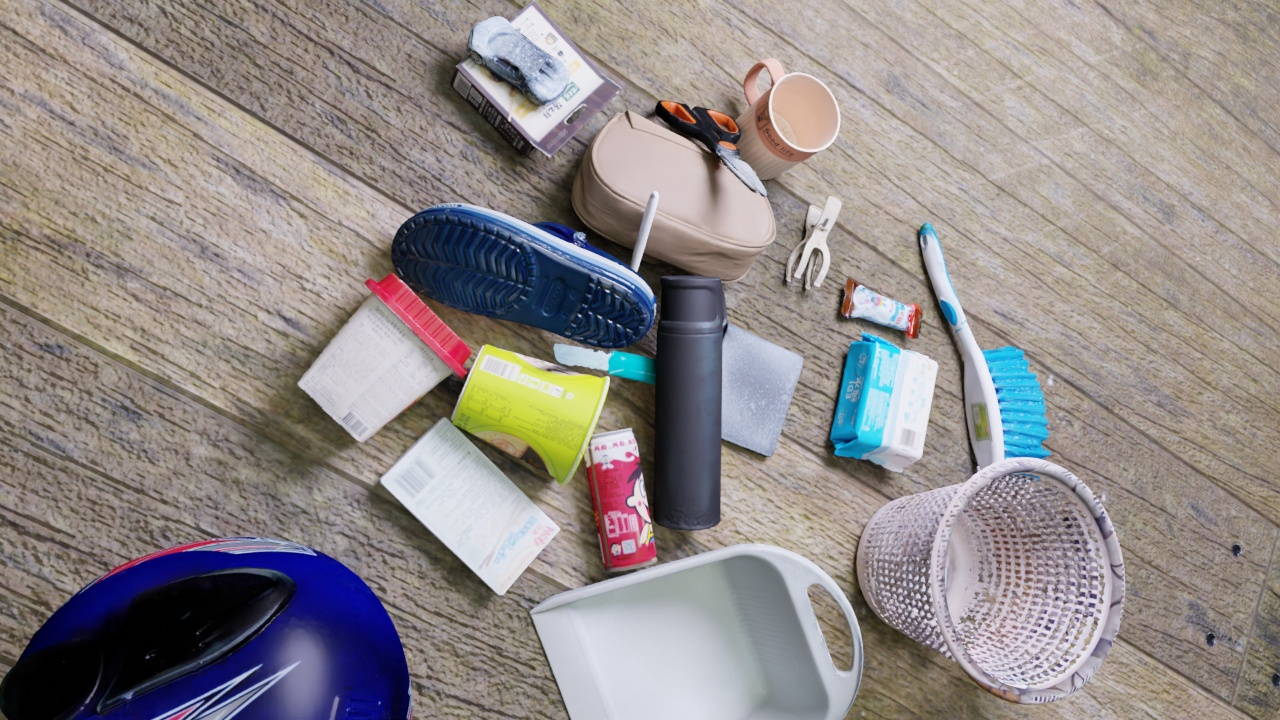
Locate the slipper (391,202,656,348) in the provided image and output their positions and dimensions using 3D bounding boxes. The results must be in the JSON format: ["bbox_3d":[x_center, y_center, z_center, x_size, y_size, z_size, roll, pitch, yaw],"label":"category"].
[{"bbox_3d":[-0.103,-0.092,0.866,0.253,0.105,0.095,18,35,-4],"label":"slipper"}]

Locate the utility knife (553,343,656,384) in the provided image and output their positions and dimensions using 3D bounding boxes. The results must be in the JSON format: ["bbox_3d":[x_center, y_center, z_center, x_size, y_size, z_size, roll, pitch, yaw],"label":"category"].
[{"bbox_3d":[-0.005,0.005,0.894,0.219,0.013,0.029,12,89,-48],"label":"utility knife"}]

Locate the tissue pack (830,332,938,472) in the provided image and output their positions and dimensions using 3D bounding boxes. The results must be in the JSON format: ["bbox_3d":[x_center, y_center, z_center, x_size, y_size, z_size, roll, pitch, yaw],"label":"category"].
[{"bbox_3d":[0.265,0.046,1.008,0.090,0.063,0.140,17,79,-19],"label":"tissue pack"}]

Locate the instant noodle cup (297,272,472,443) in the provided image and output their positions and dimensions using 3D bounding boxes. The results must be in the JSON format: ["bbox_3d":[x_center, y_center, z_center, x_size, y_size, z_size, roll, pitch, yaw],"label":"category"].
[{"bbox_3d":[-0.228,0.001,0.816,0.124,0.116,0.116,-45,99,-8],"label":"instant noodle cup"}]

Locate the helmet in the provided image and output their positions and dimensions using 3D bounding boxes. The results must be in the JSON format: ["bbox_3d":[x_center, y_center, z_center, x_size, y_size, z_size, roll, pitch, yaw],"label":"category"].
[{"bbox_3d":[-0.333,0.258,0.669,0.314,0.248,0.240,-13,48,-26],"label":"helmet"}]

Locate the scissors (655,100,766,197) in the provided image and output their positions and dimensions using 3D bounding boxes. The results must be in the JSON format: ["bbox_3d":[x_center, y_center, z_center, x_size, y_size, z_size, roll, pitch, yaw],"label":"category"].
[{"bbox_3d":[0.066,-0.211,0.908,0.139,0.234,0.022,17,119,-3],"label":"scissors"}]

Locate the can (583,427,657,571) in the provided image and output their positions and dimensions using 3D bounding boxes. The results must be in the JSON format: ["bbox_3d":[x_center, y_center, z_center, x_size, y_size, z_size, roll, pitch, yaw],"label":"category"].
[{"bbox_3d":[-0.021,0.135,0.899,0.053,0.053,0.132,-9,86,-21],"label":"can"}]

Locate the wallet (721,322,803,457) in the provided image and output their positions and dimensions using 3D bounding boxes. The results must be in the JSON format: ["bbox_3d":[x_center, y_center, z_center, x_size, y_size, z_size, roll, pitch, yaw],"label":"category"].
[{"bbox_3d":[0.115,0.033,0.981,0.097,0.019,0.120,23,78,-14],"label":"wallet"}]

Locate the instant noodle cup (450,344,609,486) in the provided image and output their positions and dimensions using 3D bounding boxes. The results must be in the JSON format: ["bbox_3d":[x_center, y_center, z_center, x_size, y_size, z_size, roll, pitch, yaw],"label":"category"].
[{"bbox_3d":[-0.107,0.044,0.858,0.123,0.112,0.111,23,76,-7],"label":"instant noodle cup"}]

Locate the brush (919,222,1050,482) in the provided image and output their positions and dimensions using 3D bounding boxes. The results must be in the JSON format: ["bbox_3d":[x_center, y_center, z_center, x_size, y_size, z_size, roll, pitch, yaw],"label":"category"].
[{"bbox_3d":[0.398,-0.010,1.073,0.109,0.061,0.314,-4,82,-17],"label":"brush"}]

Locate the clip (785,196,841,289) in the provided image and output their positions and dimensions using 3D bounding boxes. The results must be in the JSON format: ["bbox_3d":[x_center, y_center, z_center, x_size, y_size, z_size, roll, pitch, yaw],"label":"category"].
[{"bbox_3d":[0.191,-0.131,1.018,0.034,0.074,0.100,19,81,-16],"label":"clip"}]

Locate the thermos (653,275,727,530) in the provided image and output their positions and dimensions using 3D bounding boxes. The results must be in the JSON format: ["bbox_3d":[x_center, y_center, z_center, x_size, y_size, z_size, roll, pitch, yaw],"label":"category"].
[{"bbox_3d":[0.056,0.039,0.903,0.089,0.068,0.242,-7,102,-47],"label":"thermos"}]

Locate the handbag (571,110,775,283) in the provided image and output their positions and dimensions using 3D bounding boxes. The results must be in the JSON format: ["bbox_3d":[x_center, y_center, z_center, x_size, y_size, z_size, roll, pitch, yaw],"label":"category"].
[{"bbox_3d":[0.032,-0.162,0.931,0.204,0.100,0.147,22,50,-15],"label":"handbag"}]

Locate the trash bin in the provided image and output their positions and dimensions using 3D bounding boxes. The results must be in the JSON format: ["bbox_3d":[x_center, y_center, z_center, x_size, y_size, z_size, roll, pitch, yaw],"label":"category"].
[{"bbox_3d":[0.336,0.216,0.942,0.227,0.192,0.227,3,82,-20],"label":"trash bin"}]

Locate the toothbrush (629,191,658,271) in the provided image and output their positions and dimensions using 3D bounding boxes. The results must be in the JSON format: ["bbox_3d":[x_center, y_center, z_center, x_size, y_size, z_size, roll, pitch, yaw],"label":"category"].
[{"bbox_3d":[-0.012,-0.085,0.885,0.016,0.181,0.016,7,39,-15],"label":"toothbrush"}]

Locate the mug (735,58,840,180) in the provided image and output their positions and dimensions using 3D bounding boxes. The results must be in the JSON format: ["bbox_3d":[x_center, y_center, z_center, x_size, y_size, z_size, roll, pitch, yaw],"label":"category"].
[{"bbox_3d":[0.143,-0.260,0.980,0.081,0.106,0.114,-24,92,-21],"label":"mug"}]

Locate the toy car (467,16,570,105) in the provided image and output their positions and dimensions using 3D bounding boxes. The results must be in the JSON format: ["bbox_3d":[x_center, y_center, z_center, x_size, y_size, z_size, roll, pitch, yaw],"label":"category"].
[{"bbox_3d":[-0.117,-0.289,0.880,0.105,0.031,0.048,34,71,-6],"label":"toy car"}]

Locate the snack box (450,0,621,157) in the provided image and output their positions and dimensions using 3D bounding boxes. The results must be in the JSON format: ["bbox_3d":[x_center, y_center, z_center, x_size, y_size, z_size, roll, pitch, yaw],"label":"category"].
[{"bbox_3d":[-0.105,-0.275,0.920,0.125,0.053,0.113,46,71,-10],"label":"snack box"}]

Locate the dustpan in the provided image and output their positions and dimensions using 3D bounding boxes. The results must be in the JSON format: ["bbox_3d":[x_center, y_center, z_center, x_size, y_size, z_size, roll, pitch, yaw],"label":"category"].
[{"bbox_3d":[0.066,0.289,0.866,0.257,0.143,0.222,-21,90,-22],"label":"dustpan"}]

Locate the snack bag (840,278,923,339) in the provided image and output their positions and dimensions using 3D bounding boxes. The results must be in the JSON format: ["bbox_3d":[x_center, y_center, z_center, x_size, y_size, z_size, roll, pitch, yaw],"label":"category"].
[{"bbox_3d":[0.275,-0.058,1.045,0.105,0.026,0.045,17,81,-15],"label":"snack bag"}]

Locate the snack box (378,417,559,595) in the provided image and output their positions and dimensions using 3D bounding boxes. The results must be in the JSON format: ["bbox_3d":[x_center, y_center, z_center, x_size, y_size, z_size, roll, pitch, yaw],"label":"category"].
[{"bbox_3d":[-0.160,0.137,0.863,0.157,0.027,0.084,46,71,-9],"label":"snack box"}]
